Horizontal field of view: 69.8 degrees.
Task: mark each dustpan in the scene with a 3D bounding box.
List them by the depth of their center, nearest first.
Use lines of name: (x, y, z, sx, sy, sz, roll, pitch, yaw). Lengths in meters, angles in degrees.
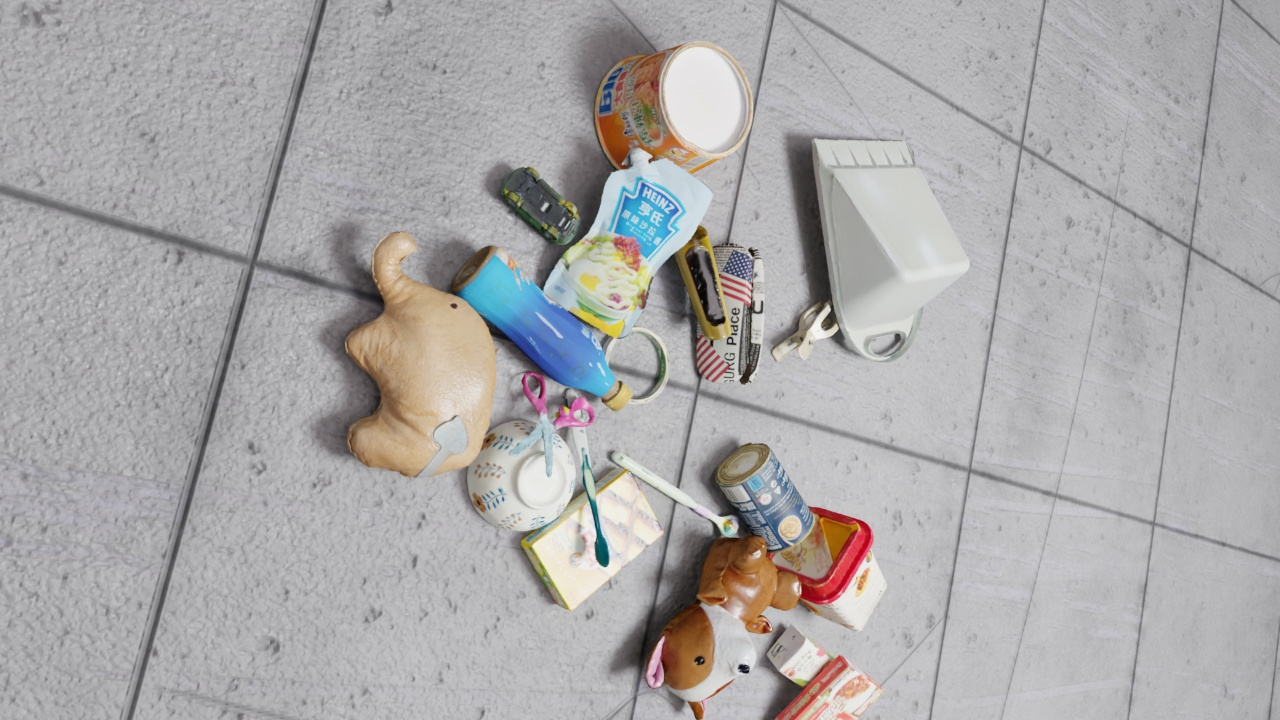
dustpan: (0.305, -0.140, 1.194, 0.222, 0.143, 0.257, -12, 67, -42)

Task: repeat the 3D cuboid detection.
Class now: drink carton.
drink carton: (0.217, 0.381, 1.135, 0.122, 0.045, 0.053, 40, 89, -25)

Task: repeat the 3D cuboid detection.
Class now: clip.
clip: (0.208, -0.033, 1.138, 0.100, 0.072, 0.035, -45, 113, -30)

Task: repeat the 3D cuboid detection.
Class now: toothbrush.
toothbrush: (-0.057, 0.121, 0.959, 0.016, 0.018, 0.191, -6, 74, -23)
toothbrush: (0.041, 0.151, 1.043, 0.189, 0.020, 0.029, 35, 73, -25)

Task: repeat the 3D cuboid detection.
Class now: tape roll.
tape roll: (-0.006, 0.006, 1.018, 0.085, 0.014, 0.086, 0, 90, -32)

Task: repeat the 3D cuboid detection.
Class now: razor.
razor: (0.065, -0.103, 1.021, 0.062, 0.068, 0.167, -17, 89, -10)

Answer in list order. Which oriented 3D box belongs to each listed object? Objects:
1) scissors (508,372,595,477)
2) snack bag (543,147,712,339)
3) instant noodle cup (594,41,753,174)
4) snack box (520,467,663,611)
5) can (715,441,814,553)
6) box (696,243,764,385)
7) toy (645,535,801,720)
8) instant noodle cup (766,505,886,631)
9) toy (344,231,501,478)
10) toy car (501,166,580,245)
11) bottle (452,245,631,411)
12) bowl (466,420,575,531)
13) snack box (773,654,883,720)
scissors: (-0.099, 0.058, 0.919, 0.113, 0.017, 0.134, 45, 37, 5)
snack bag: (-0.012, -0.124, 0.965, 0.110, 0.039, 0.191, 31, 94, -13)
instant noodle cup: (0.042, -0.269, 0.991, 0.151, 0.112, 0.151, 0, 90, -32)
snack box: (-0.049, 0.188, 0.980, 0.140, 0.034, 0.087, -34, 107, -26)
can: (0.145, 0.160, 1.075, 0.075, 0.075, 0.111, -43, 111, -25)
box: (0.101, -0.054, 1.065, 0.087, 0.076, 0.163, 5, 90, -10)
toy: (0.093, 0.298, 1.023, 0.199, 0.130, 0.140, -49, 120, -12)
instant noodle cup: (0.231, 0.257, 1.115, 0.116, 0.116, 0.124, -53, 127, -21)
toy: (-0.201, -0.004, 0.857, 0.143, 0.083, 0.226, 0, 88, -34)
toy car: (-0.104, -0.158, 0.943, 0.091, 0.036, 0.043, 43, 70, -27)
bottle: (-0.092, -0.023, 0.934, 0.218, 0.065, 0.065, 44, 68, -24)
bowl: (-0.112, 0.119, 0.924, 0.113, 0.062, 0.113, 0, 91, -31)
snack box: (0.216, 0.432, 1.112, 0.075, 0.025, 0.153, 41, 95, -25)
